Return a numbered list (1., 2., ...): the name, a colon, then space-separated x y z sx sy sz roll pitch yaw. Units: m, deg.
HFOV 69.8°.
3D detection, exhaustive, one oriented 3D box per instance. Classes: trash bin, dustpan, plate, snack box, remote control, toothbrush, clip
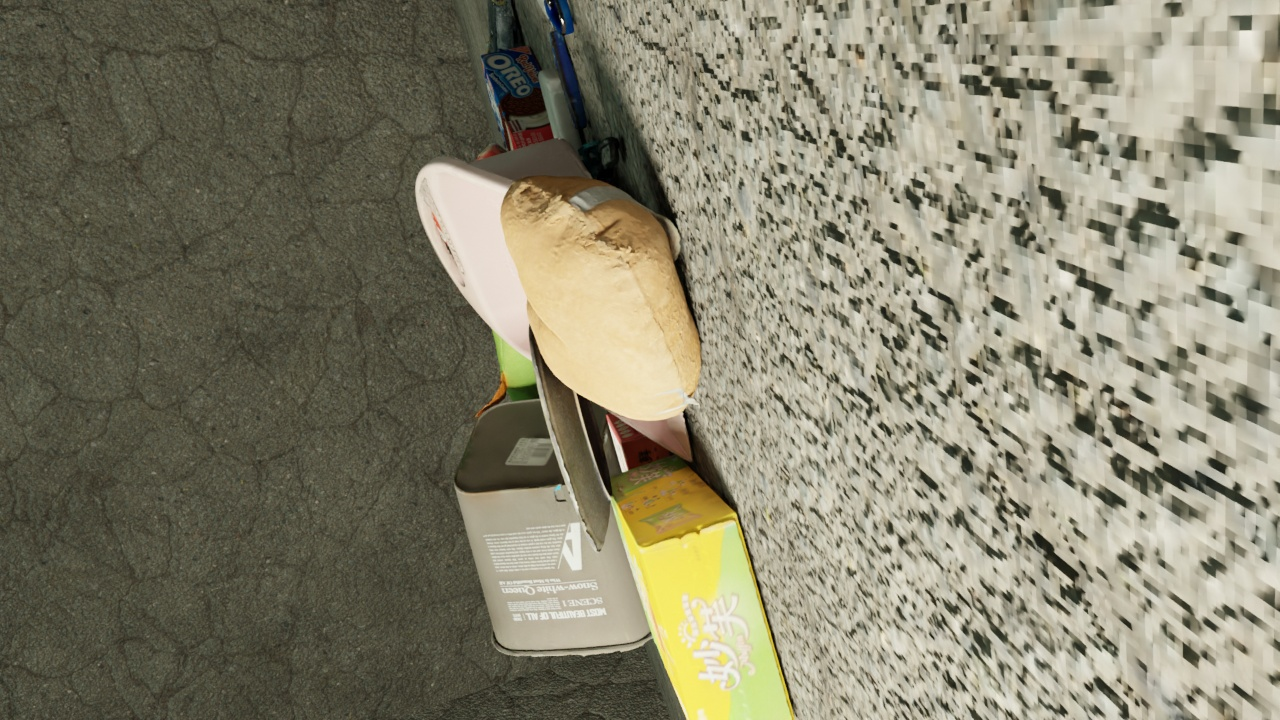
1. trash bin: -0.085 0.171 0.985 0.198 0.199 0.220 -81 -19 -55
2. dustpan: -0.079 -0.048 0.713 0.273 0.139 0.223 -117 8 -48
3. plate: -0.046 0.052 0.683 0.179 0.024 0.179 149 104 -90
4. snack box: -0.112 -0.240 0.913 0.058 0.057 0.207 84 168 -45
5. remote control: -0.060 -0.182 0.791 0.056 0.020 0.136 -117 11 -60
6. snack box: 0.037 0.170 0.685 0.210 0.070 0.158 -150 43 -80
7. toothbrush: -0.026 -0.131 0.677 0.189 0.014 0.016 142 116 -84
8. snack box: 0.009 0.112 0.870 0.127 0.044 0.113 -128 23 -75
9. clip: -0.038 -0.158 0.709 0.055 0.013 0.038 -129 23 -69

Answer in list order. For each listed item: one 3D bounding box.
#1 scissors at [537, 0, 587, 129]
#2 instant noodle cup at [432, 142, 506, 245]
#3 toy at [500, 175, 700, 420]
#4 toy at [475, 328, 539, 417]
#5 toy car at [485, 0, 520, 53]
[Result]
1. scissors: -0.066 -0.256 0.693 0.176 0.012 0.162 -122 16 -67
2. instant noodle cup: -0.150 -0.151 0.957 0.108 0.138 0.138 43 -179 -14
3. toy: -0.020 -0.015 0.570 0.143 0.082 0.226 47 161 28
4. toy: -0.119 -0.011 1.070 0.226 0.090 0.247 -59 -21 -32
5. toy car: -0.153 -0.371 1.012 0.054 0.036 0.121 -114 20 -51
